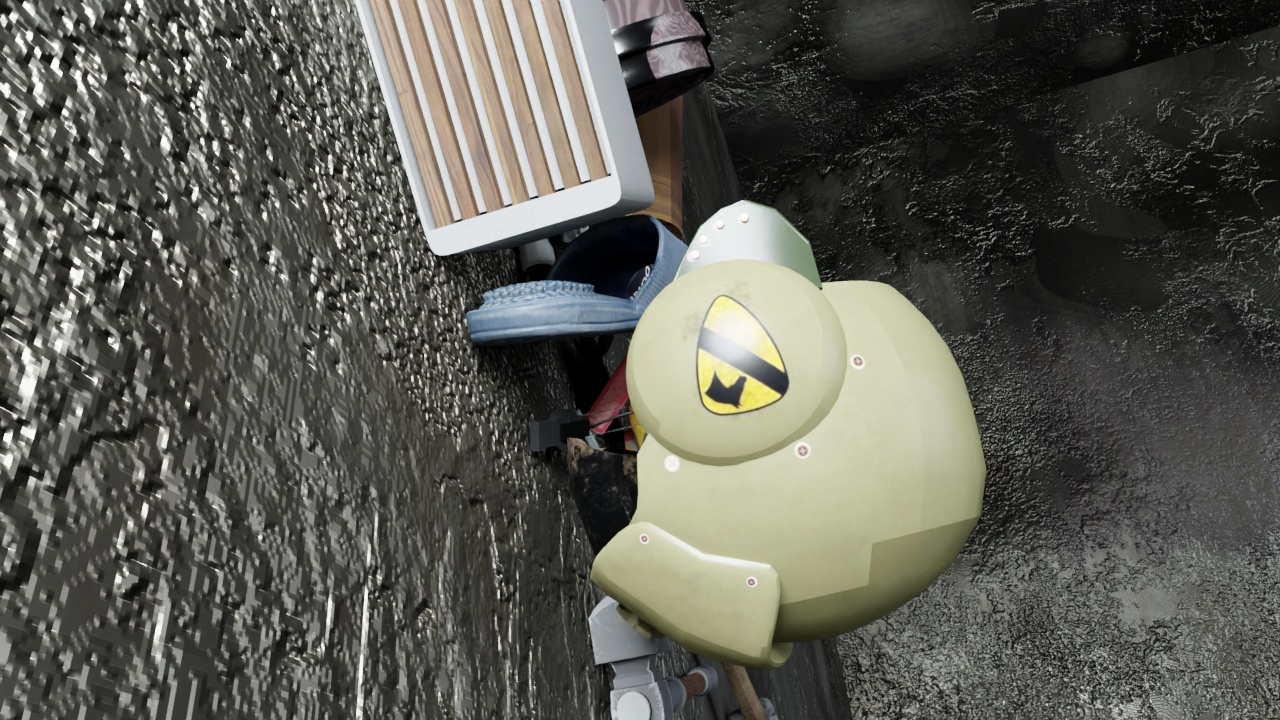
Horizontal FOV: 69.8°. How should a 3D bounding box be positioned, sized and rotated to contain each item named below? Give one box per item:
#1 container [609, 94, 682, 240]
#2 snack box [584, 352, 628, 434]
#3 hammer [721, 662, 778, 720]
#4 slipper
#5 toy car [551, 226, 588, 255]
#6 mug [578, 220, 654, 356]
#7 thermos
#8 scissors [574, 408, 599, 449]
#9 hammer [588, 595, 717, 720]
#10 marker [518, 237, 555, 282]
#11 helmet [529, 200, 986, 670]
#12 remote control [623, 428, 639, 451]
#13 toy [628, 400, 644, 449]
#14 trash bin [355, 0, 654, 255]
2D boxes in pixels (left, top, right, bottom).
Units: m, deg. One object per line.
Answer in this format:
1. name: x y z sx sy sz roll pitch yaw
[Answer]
1. container: -0.020 -0.184 0.831 0.132 0.132 0.167 44 40 -68
2. snack box: -0.005 0.004 0.766 0.021 0.089 0.132 35 15 0
3. hammer: 0.078 0.268 0.885 0.121 0.049 0.319 -139 -155 -75
4. slipper: -0.023 -0.056 0.622 0.263 0.101 0.082 -10 94 -60
5. toy car: -0.057 -0.108 0.709 0.105 0.033 0.048 -164 -113 -81
6. mug: -0.028 -0.056 0.782 0.077 0.071 0.105 44 61 -68
7. thermos: -0.061 -0.289 0.671 0.172 0.173 0.226 -51 119 -75
8. scissors: -0.022 0.102 0.740 0.172 0.014 0.090 72 -8 -65
9. hammer: 0.032 0.265 0.736 0.322 0.043 0.156 48 30 -70
10. marker: -0.078 -0.090 0.672 0.025 0.025 0.125 39 39 -70
11. helmet: 0.061 0.055 0.532 0.250 0.256 0.232 30 45 -72
12. remote control: 0.005 0.112 0.802 0.125 0.018 0.038 -104 173 -47
13. toy: 0.024 0.062 0.818 0.105 0.067 0.137 67 16 15
14. trash bin: -0.083 -0.189 0.546 0.114 0.114 0.229 -41 116 -77
